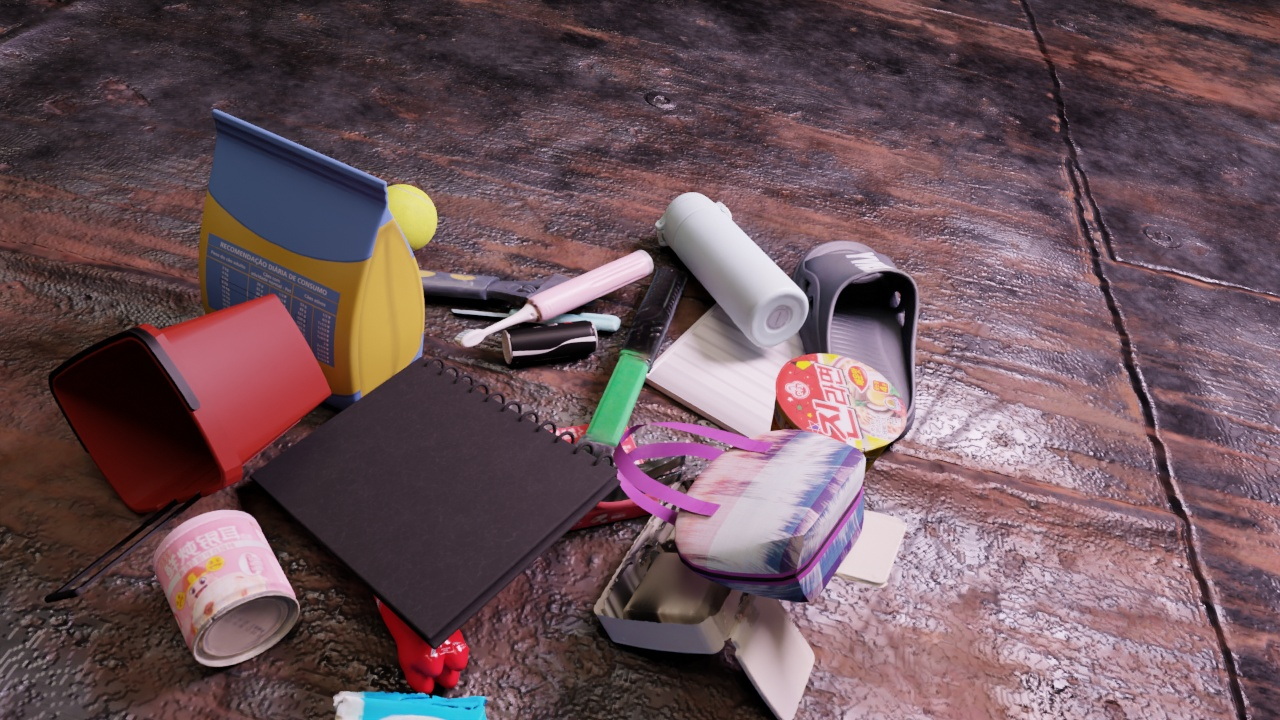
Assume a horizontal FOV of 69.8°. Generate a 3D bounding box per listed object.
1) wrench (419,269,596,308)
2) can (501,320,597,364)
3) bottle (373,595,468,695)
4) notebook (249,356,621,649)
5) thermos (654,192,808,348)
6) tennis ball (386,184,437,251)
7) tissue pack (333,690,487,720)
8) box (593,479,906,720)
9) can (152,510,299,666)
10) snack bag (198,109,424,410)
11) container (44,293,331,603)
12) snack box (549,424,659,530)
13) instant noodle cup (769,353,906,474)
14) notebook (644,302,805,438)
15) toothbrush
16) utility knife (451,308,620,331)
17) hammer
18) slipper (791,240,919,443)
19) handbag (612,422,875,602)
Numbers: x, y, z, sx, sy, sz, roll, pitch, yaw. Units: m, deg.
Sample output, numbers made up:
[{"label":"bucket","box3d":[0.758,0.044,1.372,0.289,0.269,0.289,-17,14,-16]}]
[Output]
[{"label":"wrench","box3d":[-0.177,-0.071,0.857,0.273,0.022,0.073,5,28,-5]},{"label":"can","box3d":[-0.081,-0.017,0.820,0.080,0.032,0.031,-8,46,-20]},{"label":"bottle","box3d":[-0.156,0.154,0.613,0.041,0.042,0.141,-15,49,-26]},{"label":"notebook","box3d":[-0.147,0.081,0.645,0.232,0.019,0.168,25,52,38]},{"label":"thermos","box3d":[0.085,-0.096,0.901,0.078,0.065,0.206,-26,43,-8]},{"label":"tennis ball","box3d":[-0.231,-0.138,0.891,0.065,0.065,0.065,6,43,-6]},{"label":"tissue pack","box3d":[-0.132,0.248,0.504,0.093,0.062,0.144,2,43,-10]},{"label":"box","box3d":[0.077,0.163,0.639,0.187,0.101,0.144,10,40,29]},{"label":"can","box3d":[-0.264,0.143,0.583,0.067,0.067,0.076,-22,53,-31]},{"label":"snack bag","box3d":[-0.258,-0.078,0.718,0.159,0.206,0.102,24,44,13]},{"label":"container","box3d":[-0.325,0.045,0.607,0.148,0.127,0.200,-17,16,35]},{"label":"snack box","box3d":[-0.062,0.092,0.716,0.132,0.021,0.089,-8,46,-20]},{"label":"instant noodle cup","box3d":[0.141,0.067,0.719,0.100,0.113,0.100,6,43,-6]},{"label":"notebook","box3d":[0.115,-0.005,0.867,0.143,0.009,0.209,30,46,18]},{"label":"toothbrush","box3d":[-0.073,-0.055,0.825,0.222,0.027,0.027,-27,28,-38]},{"label":"utility knife","box3d":[-0.097,-0.042,0.856,0.158,0.015,0.022,6,20,-6]},{"label":"hammer","box3d":[-0.005,0.005,0.792,0.130,0.032,0.317,12,36,7]},{"label":"slipper","box3d":[0.206,-0.044,0.863,0.110,0.083,0.267,7,45,-4]},{"label":"handbag","box3d":[0.057,0.084,0.616,0.170,0.068,0.144,17,43,34]}]
